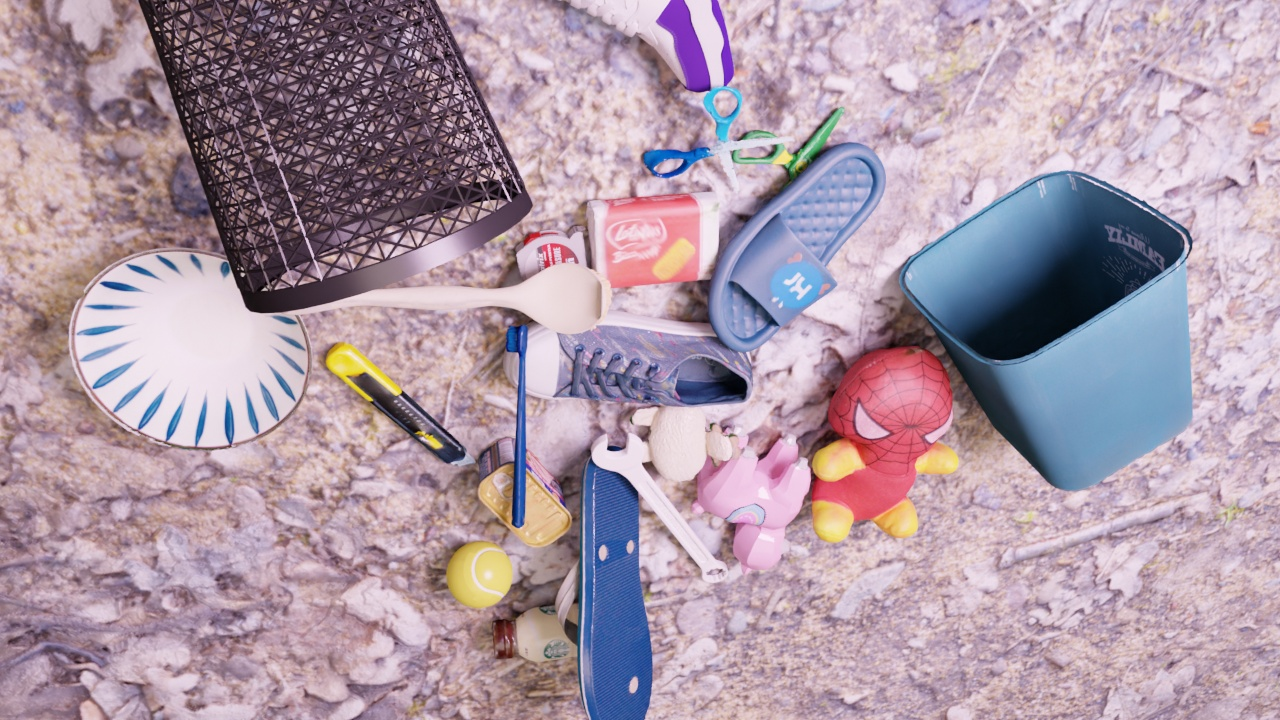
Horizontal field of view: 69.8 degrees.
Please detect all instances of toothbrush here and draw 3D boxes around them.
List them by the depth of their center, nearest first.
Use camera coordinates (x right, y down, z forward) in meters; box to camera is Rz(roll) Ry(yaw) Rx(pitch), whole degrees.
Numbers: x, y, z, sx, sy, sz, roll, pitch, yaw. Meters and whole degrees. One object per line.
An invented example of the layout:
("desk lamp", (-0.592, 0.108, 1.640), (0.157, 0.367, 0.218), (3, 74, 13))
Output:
("toothbrush", (-0.110, 0.060, 0.817), (0.017, 0.016, 0.190), (6, 107, 13))

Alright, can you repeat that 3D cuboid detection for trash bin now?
("trash bin", (-0.217, -0.189, 0.628), (0.217, 0.217, 0.243), (-19, 112, -3))
("trash bin", (0.391, -0.017, 0.854), (0.199, 0.196, 0.218), (-33, 125, 6))

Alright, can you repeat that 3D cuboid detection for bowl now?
("bowl", (-0.357, -0.019, 0.751), (0.177, 0.070, 0.177), (-5, 117, -9))

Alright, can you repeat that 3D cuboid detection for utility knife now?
("utility knife", (-0.217, 0.047, 0.844), (0.029, 0.020, 0.174), (-39, 119, 10))

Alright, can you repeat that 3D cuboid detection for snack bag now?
("snack bag", (0.012, -0.105, 0.806), (0.116, 0.036, 0.077), (-6, 118, -9))

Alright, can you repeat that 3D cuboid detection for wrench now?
("wrench", (0.028, 0.155, 0.922), (0.047, 0.009, 0.273), (-24, 132, 12))

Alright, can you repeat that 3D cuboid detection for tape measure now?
("tape measure", (-0.076, -0.085, 0.806), (0.062, 0.020, 0.060), (-9, 118, -7))

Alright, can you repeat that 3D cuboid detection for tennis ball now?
("tennis ball", (-0.160, 0.213, 0.913), (0.065, 0.065, 0.065), (-5, 117, -10))

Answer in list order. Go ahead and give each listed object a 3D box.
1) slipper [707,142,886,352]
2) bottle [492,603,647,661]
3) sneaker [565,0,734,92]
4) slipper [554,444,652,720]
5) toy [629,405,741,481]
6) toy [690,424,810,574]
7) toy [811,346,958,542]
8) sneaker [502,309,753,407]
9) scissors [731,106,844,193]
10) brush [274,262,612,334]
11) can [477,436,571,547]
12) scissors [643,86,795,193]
("slipper", (0.139, -0.098, 0.807), (0.103, 0.059, 0.214), (34, 98, -34))
("bottle", (-0.075, 0.286, 0.973), (0.162, 0.056, 0.057), (-4, 117, -10))
("sneaker", (-0.023, -0.289, 0.679), (0.111, 0.091, 0.244), (-30, 117, 8))
("slipper", (-0.042, 0.230, 0.899), (0.060, 0.118, 0.295), (-2, 91, 28))
("toy", (0.040, 0.077, 0.892), (0.112, 0.050, 0.087), (1, 107, 3))
("toy", (0.113, 0.147, 0.939), (0.123, 0.067, 0.158), (10, 118, -15))
("toy", (0.239, 0.079, 0.913), (0.147, 0.098, 0.217), (-3, 118, -23))
("sneaker", (-0.005, 0.005, 0.833), (0.235, 0.079, 0.088), (1, 116, -13))
("scissors", (0.139, -0.167, 0.816), (0.125, 0.011, 0.128), (0, 118, -13))
("brush", (-0.152, -0.051, 0.744), (0.272, 0.077, 0.062), (-1, 85, -18))
("can", (-0.113, 0.125, 0.882), (0.054, 0.059, 0.100), (-35, 118, 6))
("scissors", (0.061, -0.180, 0.764), (0.133, 0.014, 0.127), (-9, 151, 19))
